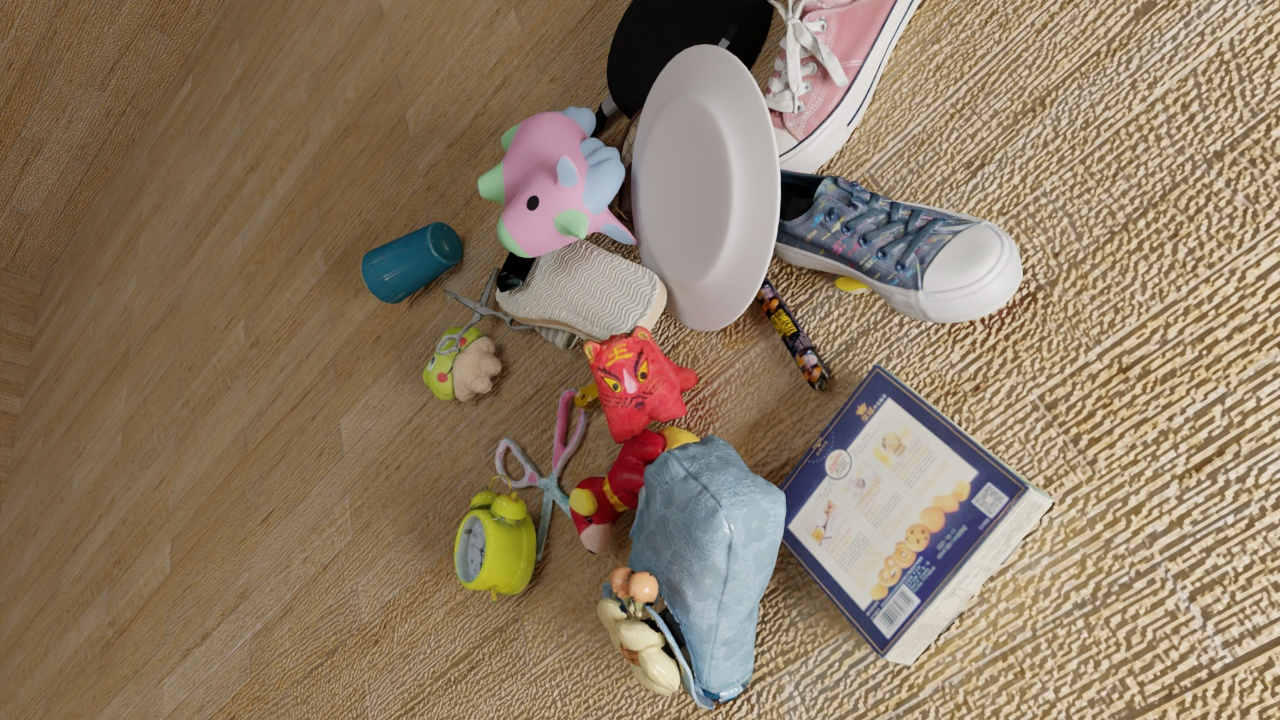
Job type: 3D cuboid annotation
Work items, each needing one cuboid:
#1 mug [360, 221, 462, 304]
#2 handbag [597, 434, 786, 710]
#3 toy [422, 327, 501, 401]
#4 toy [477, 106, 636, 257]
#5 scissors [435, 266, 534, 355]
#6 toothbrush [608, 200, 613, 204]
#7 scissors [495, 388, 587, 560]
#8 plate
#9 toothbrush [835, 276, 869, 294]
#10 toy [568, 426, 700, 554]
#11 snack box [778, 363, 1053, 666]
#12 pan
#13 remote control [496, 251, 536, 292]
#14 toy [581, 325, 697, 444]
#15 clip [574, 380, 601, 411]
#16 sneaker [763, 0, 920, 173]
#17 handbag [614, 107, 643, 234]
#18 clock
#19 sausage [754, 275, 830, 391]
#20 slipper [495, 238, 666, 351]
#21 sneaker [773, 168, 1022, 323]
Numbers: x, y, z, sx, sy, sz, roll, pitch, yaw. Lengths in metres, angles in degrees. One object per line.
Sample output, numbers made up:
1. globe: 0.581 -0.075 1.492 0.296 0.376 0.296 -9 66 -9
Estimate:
1. mug: -0.290 -0.129 1.181 0.122 0.078 0.078 -21 57 32
2. handbag: 0.030 0.156 0.659 0.122 0.118 0.192 43 133 46
3. toy: -0.200 0.007 1.043 0.118 0.043 0.092 21 81 45
4. toy: -0.079 -0.191 0.928 0.171 0.120 0.221 -10 48 35
5. scissors: -0.173 -0.054 1.044 0.175 0.014 0.141 12 54 34
6. toothbrush: -0.071 -0.208 1.014 0.135 0.017 0.022 49 134 34
7. scissors: -0.100 0.112 0.915 0.169 0.014 0.170 -7 71 43
8. plate: 0.042 -0.145 0.793 0.243 0.016 0.243 23 117 60
9. toothbrush: 0.205 -0.052 0.680 0.136 0.016 0.021 9 76 45
10. toy: -0.004 0.103 0.787 0.138 0.067 0.105 -29 45 23
11. snack box: 0.171 0.100 0.619 0.144 0.042 0.145 -55 43 13
12. pan: -0.011 -0.304 0.997 0.357 0.044 0.203 -32 51 30
13. remote control: -0.119 -0.140 0.995 0.041 0.020 0.151 -12 49 44
14. toy: -0.005 0.005 0.803 0.088 0.094 0.133 -28 11 2
15. clip: -0.037 0.031 0.880 0.048 0.045 0.054 120 144 -46
16. sneaker: 0.149 -0.259 0.777 0.118 0.087 0.241 38 99 48
17. handbag: 0.029 -0.174 0.887 0.167 0.063 0.138 24 98 49
18. clock: -0.138 0.169 0.885 0.083 0.057 0.119 -4 77 55
19. sausage: 0.119 -0.030 0.752 0.020 0.020 0.155 -45 46 21
20. slipper: -0.061 -0.066 0.926 0.273 0.054 0.114 19 81 53
21. sneaker: 0.170 -0.100 0.675 0.087 0.079 0.235 -49 38 -8
